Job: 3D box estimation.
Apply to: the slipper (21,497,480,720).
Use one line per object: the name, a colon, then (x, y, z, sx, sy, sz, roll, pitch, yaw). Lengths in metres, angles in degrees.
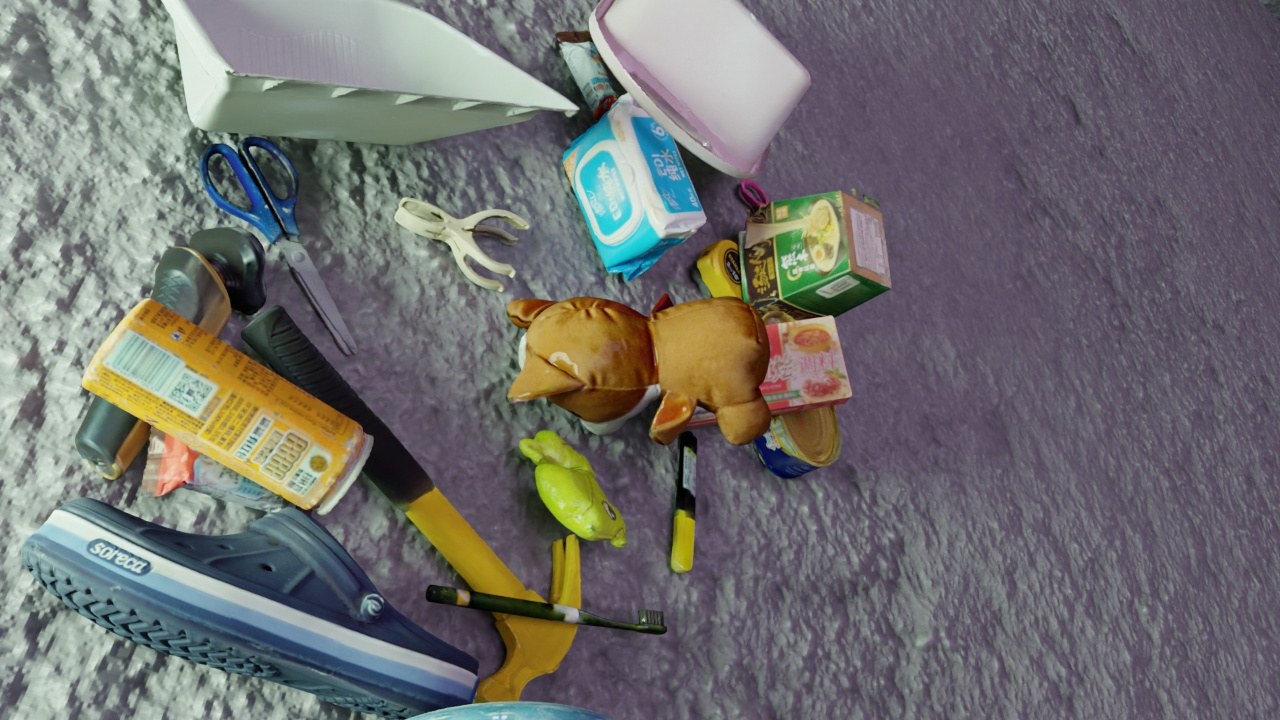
slipper: (-0.196, 0.130, 0.508, 0.252, 0.105, 0.095, 31, 55, -22)

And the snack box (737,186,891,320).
snack box: (0.169, -0.096, 0.866, 0.118, 0.106, 0.117, 11, 70, -45)

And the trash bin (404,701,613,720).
trash bin: (-0.072, 0.294, 0.472, 0.226, 0.227, 0.194, 19, 46, -29)

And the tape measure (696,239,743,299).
tape measure: (0.077, -0.083, 0.863, 0.060, 0.029, 0.057, 56, 43, -22)

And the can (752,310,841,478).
can: (0.130, 0.032, 0.834, 0.074, 0.049, 0.148, -6, 73, -38)

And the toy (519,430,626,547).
toy: (-0.049, 0.093, 0.663, 0.096, 0.031, 0.100, 37, 14, -19)

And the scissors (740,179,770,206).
scissors: (0.143, -0.126, 0.943, 0.133, 0.017, 0.124, 42, 48, -18)

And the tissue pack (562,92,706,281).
tissue pack: (-0.010, -0.148, 0.789, 0.063, 0.090, 0.140, -11, 76, -44)

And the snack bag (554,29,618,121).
snack bag: (-0.045, -0.265, 0.861, 0.045, 0.026, 0.105, -19, 79, -37)

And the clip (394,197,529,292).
clip: (-0.133, -0.087, 0.706, 0.101, 0.035, 0.096, -3, 70, -33)

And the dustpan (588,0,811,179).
dustpan: (0.038, -0.266, 0.867, 0.222, 0.273, 0.139, 40, 91, -11)

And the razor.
razor: (-0.281, -0.007, 0.553, 0.067, 0.062, 0.167, 53, 46, -47)

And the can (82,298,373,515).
can: (-0.227, 0.028, 0.514, 0.146, 0.058, 0.058, 37, 52, -22)

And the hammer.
hammer: (-0.147, 0.089, 0.605, 0.301, 0.033, 0.128, 51, 48, -10)

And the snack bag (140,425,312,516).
snack bag: (-0.241, 0.070, 0.547, 0.104, 0.026, 0.048, 27, 57, -48)

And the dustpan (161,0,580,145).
dustpan: (-0.204, -0.226, 0.617, 0.222, 0.258, 0.142, -6, 96, -38)

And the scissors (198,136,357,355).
scissors: (-0.250, -0.074, 0.629, 0.105, 0.012, 0.174, 0, 70, -38)

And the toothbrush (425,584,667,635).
toothbrush: (-0.057, 0.166, 0.615, 0.185, 0.012, 0.017, 19, 55, -32)

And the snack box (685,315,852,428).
snack box: (0.097, 0.010, 0.783, 0.153, 0.025, 0.075, -8, 73, -3)

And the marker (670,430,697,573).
marker: (0.036, 0.114, 0.751, 0.018, 0.015, 0.124, 24, 54, -27)

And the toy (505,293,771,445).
toy: (-0.004, 0.004, 0.701, 0.199, 0.131, 0.140, 6, 30, -16)
